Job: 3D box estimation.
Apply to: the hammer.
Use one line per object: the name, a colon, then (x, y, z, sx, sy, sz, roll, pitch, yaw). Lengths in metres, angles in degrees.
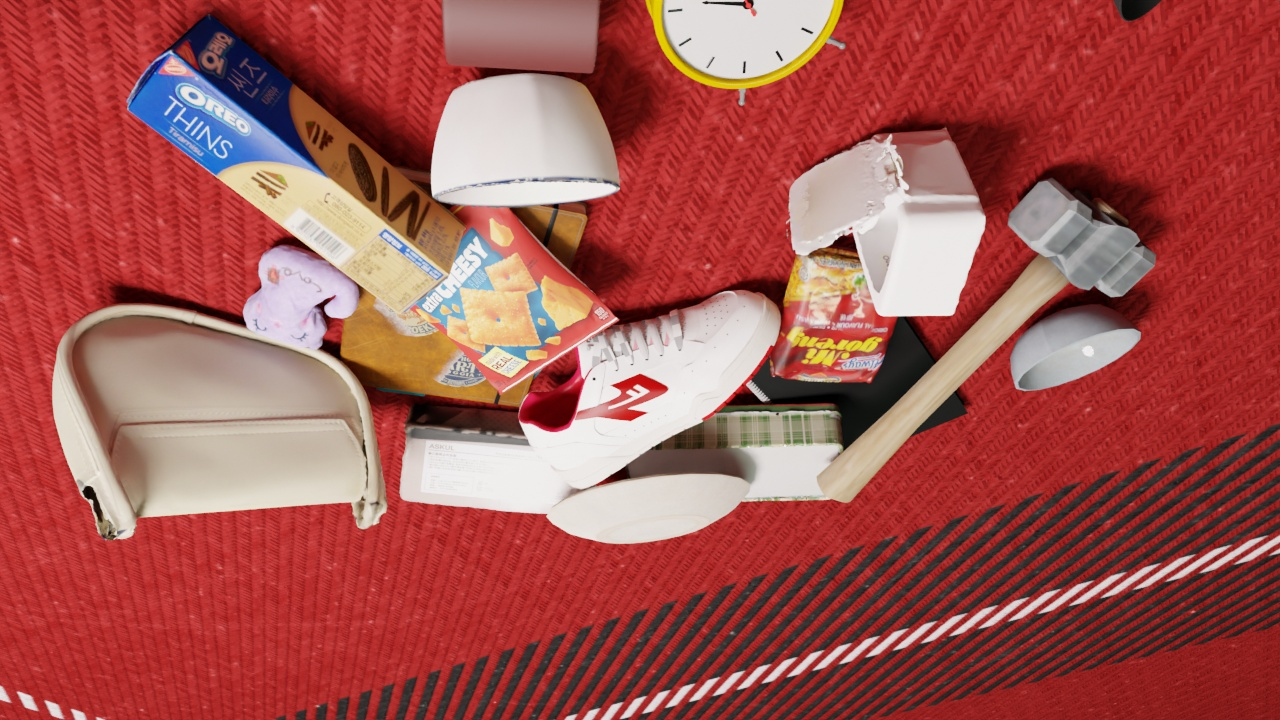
hammer: (0.259, 0.003, 0.748, 0.117, 0.051, 0.324, 19, 122, -32)

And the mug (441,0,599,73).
mug: (-0.064, -0.211, 0.500, 0.082, 0.073, 0.106, 1, 141, -7)

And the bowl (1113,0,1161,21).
bowl: (0.272, -0.251, 0.485, 0.123, 0.052, 0.124, -36, 151, -24)

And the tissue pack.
tissue pack: (-0.132, 0.093, 0.869, 0.181, 0.071, 0.104, 4, 124, -14)

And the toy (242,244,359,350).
toy: (-0.261, -0.043, 0.706, 0.080, 0.036, 0.100, 20, 134, -14)

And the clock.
clock: (0.052, -0.220, 0.520, 0.114, 0.052, 0.152, -25, 139, 22)

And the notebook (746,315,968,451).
notebook: (0.196, 0.025, 0.848, 0.149, 0.016, 0.206, -27, 135, 22)

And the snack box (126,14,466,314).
snack box: (-0.209, -0.120, 0.583, 0.057, 0.056, 0.206, -32, 123, 29)

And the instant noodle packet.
instant noodle packet: (0.161, -0.038, 0.739, 0.098, 0.039, 0.136, 3, 128, -8)

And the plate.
plate: (0.009, 0.143, 0.845, 0.188, 0.027, 0.189, -7, 158, -3)

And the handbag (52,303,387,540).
handbag: (-0.335, 0.066, 0.734, 0.228, 0.184, 0.132, 1, 145, -32)

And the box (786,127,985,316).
box: (0.152, -0.095, 0.633, 0.130, 0.109, 0.103, -4, 139, -2)

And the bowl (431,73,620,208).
bowl: (-0.072, -0.134, 0.568, 0.116, 0.065, 0.116, -4, -177, 0)

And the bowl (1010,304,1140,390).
bowl: (0.365, -0.016, 0.786, 0.106, 0.039, 0.106, -13, 155, -7)

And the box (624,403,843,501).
box: (0.086, 0.090, 0.874, 0.206, 0.050, 0.118, -2, 146, 8)

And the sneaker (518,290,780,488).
sneaker: (-0.004, 0.005, 0.751, 0.237, 0.090, 0.104, -34, 120, 22)

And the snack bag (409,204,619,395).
snack bag: (-0.111, -0.048, 0.687, 0.131, 0.039, 0.144, -31, 120, 27)

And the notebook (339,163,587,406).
notebook: (-0.144, -0.042, 0.738, 0.178, 0.014, 0.250, 9, 138, -15)
